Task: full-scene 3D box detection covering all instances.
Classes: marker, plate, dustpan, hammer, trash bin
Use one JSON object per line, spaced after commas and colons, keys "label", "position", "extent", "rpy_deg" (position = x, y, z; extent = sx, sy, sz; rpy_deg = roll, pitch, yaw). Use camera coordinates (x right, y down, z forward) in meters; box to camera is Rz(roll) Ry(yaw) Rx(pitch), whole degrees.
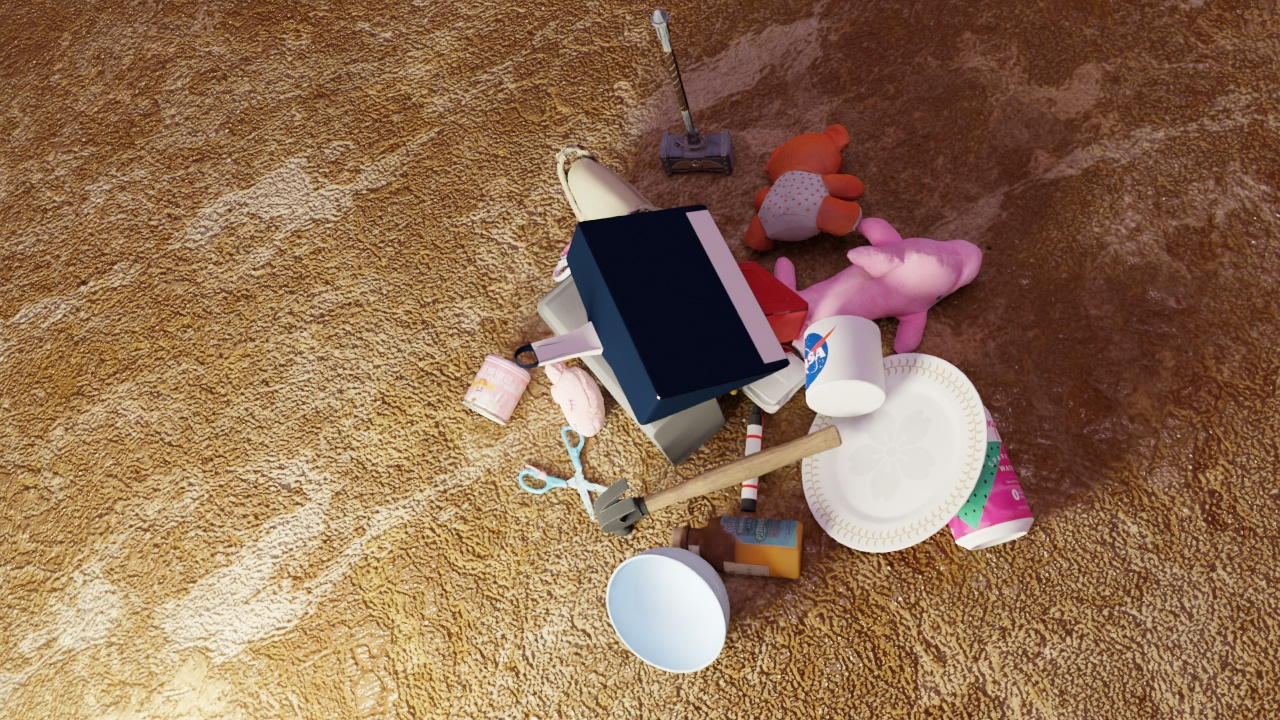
{"label": "marker", "position": [0.142, 0.118, 1.160], "extent": [0.019, 0.019, 0.145], "rpy_deg": [3, 71, 14]}
{"label": "plate", "position": [0.292, 0.106, 1.069], "extent": [0.243, 0.016, 0.242], "rpy_deg": [-29, 47, 36]}
{"label": "dustpan", "position": [-0.008, -0.045, 1.037], "extent": [0.272, 0.080, 0.236], "rpy_deg": [-13, 64, -26]}
{"label": "hammer", "position": [0.053, -0.339, 1.179], "extent": [0.098, 0.322, 0.044], "rpy_deg": [2, 71, 13]}
{"label": "trash bin", "position": [-0.007, 0.007, 1.143], "extent": [0.097, 0.192, 0.220], "rpy_deg": [-41, 69, -4]}
{"label": "hammer", "position": [0.094, 0.140, 1.104], "extent": [0.305, 0.132, 0.040], "rpy_deg": [-21, 66, 4]}

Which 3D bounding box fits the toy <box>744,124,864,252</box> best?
{"label": "toy", "position": [0.218, -0.228, 1.221], "extent": [0.164, 0.093, 0.172], "rpy_deg": [-10, 54, 38]}

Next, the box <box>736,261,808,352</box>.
{"label": "box", "position": [0.108, -0.056, 1.153], "extent": [0.158, 0.087, 0.129], "rpy_deg": [-11, 39, -32]}

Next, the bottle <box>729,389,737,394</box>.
{"label": "bottle", "position": [0.080, -0.001, 1.174], "extent": [0.051, 0.051, 0.146], "rpy_deg": [-39, 48, -3]}

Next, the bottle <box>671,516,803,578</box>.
{"label": "bottle", "position": [0.115, 0.222, 1.103], "extent": [0.157, 0.068, 0.067], "rpy_deg": [2, 71, 14]}

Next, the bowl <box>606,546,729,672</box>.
{"label": "bowl", "position": [0.043, 0.281, 1.081], "extent": [0.151, 0.074, 0.151], "rpy_deg": [8, 109, 24]}

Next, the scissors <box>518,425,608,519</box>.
{"label": "scissors", "position": [-0.090, 0.142, 1.212], "extent": [0.136, 0.015, 0.125], "rpy_deg": [13, 75, 11]}

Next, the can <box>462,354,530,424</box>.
{"label": "can", "position": [-0.194, 0.039, 1.240], "extent": [0.067, 0.067, 0.076], "rpy_deg": [23, 78, 19]}

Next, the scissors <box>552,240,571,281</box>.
{"label": "scissors", "position": [-0.073, -0.146, 1.244], "extent": [0.174, 0.017, 0.076], "rpy_deg": [-5, 56, 60]}

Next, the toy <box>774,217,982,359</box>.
{"label": "toy", "position": [0.290, -0.101, 1.146], "extent": [0.266, 0.127, 0.186], "rpy_deg": [-19, 73, 17]}

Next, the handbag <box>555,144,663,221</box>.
{"label": "handbag", "position": [0.004, -0.192, 1.226], "extent": [0.132, 0.184, 0.229], "rpy_deg": [-41, 50, -7]}

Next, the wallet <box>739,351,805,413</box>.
{"label": "wallet", "position": [0.155, 0.006, 1.182], "extent": [0.086, 0.032, 0.116], "rpy_deg": [-45, 57, -11]}

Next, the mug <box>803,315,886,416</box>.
{"label": "mug", "position": [0.241, 0.015, 1.111], "extent": [0.091, 0.121, 0.090], "rpy_deg": [8, 60, -7]}

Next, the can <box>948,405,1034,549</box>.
{"label": "can", "position": [0.383, 0.129, 1.062], "extent": [0.088, 0.088, 0.165], "rpy_deg": [-18, 68, 6]}

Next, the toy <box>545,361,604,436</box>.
{"label": "toy", "position": [-0.087, 0.045, 1.201], "extent": [0.053, 0.108, 0.105], "rpy_deg": [-32, 43, -19]}
